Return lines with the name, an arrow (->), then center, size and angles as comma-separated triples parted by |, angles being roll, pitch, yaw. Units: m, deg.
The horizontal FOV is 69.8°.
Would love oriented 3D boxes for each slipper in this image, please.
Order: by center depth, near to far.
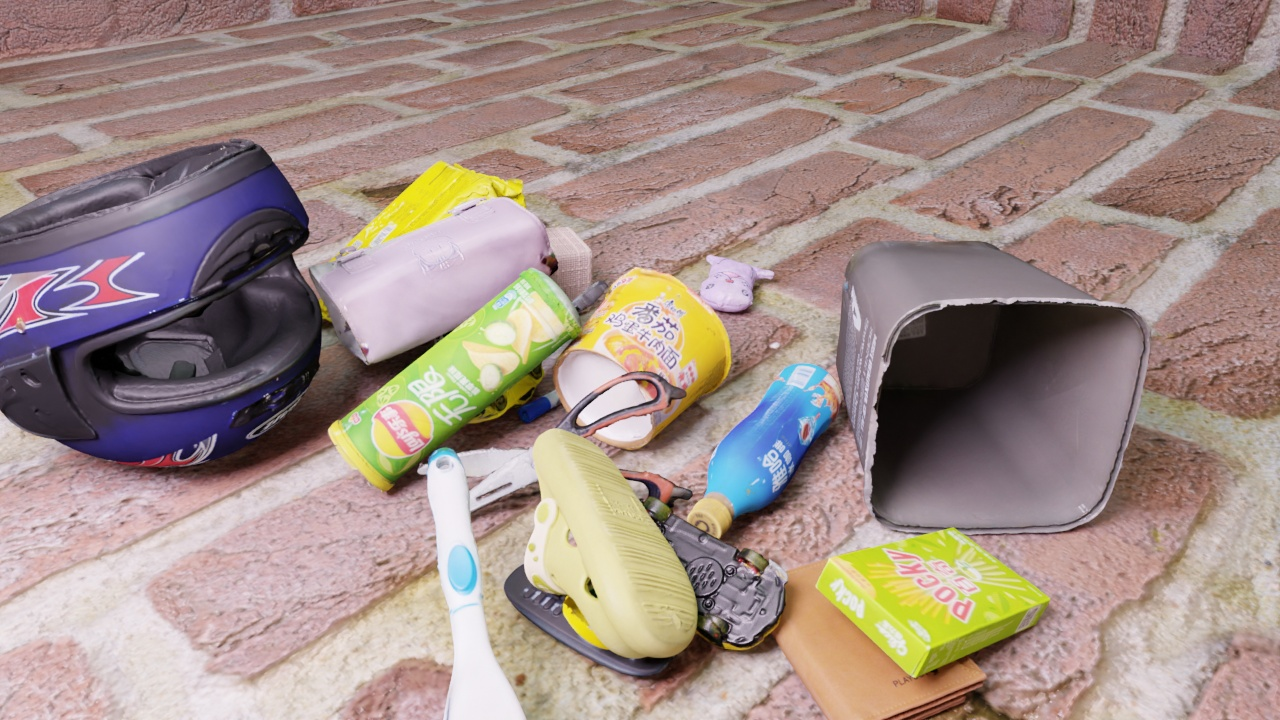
slipper -> -0.032, 0.130, 0.622 | 0.091, 0.082, 0.190 | 26, 23, -43

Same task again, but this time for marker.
marker -> -0.060, 0.023, 0.896 | 0.017, 0.017, 0.145 | 25, 39, 35

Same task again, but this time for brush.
brush -> -0.096, 0.183, 0.542 | 0.060, 0.110, 0.314 | -10, 33, -12

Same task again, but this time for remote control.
remote control -> -0.035, 0.179, 0.631 | 0.136, 0.024, 0.053 | 22, 36, 29

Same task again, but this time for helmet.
helmet -> -0.383, -0.033, 0.755 | 0.316, 0.240, 0.246 | -3, 32, 31

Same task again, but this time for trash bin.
trash bin -> 0.265, 0.004, 0.773 | 0.198, 0.199, 0.219 | 0, 25, -2

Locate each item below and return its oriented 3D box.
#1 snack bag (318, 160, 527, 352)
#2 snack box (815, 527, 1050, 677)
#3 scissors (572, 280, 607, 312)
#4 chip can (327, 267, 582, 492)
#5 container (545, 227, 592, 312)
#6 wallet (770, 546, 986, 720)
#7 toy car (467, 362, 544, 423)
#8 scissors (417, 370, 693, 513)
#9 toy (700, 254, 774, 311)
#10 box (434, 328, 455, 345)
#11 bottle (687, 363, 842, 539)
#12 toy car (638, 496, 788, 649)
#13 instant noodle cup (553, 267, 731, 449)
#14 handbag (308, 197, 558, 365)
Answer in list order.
snack bag -> -0.244, -0.118, 0.983 | 0.246, 0.068, 0.158 | -47, 38, -10
snack box -> 0.199, 0.157, 0.616 | 0.156, 0.026, 0.086 | -1, 29, -40
scissors -> -0.081, -0.037, 0.902 | 0.014, 0.182, 0.159 | 48, 53, -7
chip can -> -0.150, 0.013, 0.765 | 0.221, 0.072, 0.072 | -39, 41, -6
container -> -0.118, -0.097, 1.028 | 0.110, 0.090, 0.090 | -10, 32, -22
wallet -> 0.147, 0.186, 0.616 | 0.107, 0.031, 0.131 | -13, 35, -18
toy car -> -0.129, 0.032, 0.858 | 0.048, 0.032, 0.105 | -7, 22, 34
scissors -> -0.058, 0.080, 0.735 | 0.221, 0.189, 0.015 | 27, -3, -3
toy -> 0.106, -0.086, 1.055 | 0.084, 0.039, 0.107 | 14, 32, 10
box -> -0.179, -0.011, 0.877 | 0.081, 0.075, 0.163 | -32, 23, -4
bottle -> 0.103, 0.076, 0.763 | 0.065, 0.065, 0.218 | 17, 36, 25
toy car -> 0.033, 0.152, 0.649 | 0.156, 0.041, 0.071 | 21, 64, 35
instant noodle cup -> -0.005, 0.005, 0.823 | 0.138, 0.138, 0.109 | 19, 44, 28
handbag -> -0.191, -0.080, 0.847 | 0.196, 0.098, 0.145 | -27, 27, -20
